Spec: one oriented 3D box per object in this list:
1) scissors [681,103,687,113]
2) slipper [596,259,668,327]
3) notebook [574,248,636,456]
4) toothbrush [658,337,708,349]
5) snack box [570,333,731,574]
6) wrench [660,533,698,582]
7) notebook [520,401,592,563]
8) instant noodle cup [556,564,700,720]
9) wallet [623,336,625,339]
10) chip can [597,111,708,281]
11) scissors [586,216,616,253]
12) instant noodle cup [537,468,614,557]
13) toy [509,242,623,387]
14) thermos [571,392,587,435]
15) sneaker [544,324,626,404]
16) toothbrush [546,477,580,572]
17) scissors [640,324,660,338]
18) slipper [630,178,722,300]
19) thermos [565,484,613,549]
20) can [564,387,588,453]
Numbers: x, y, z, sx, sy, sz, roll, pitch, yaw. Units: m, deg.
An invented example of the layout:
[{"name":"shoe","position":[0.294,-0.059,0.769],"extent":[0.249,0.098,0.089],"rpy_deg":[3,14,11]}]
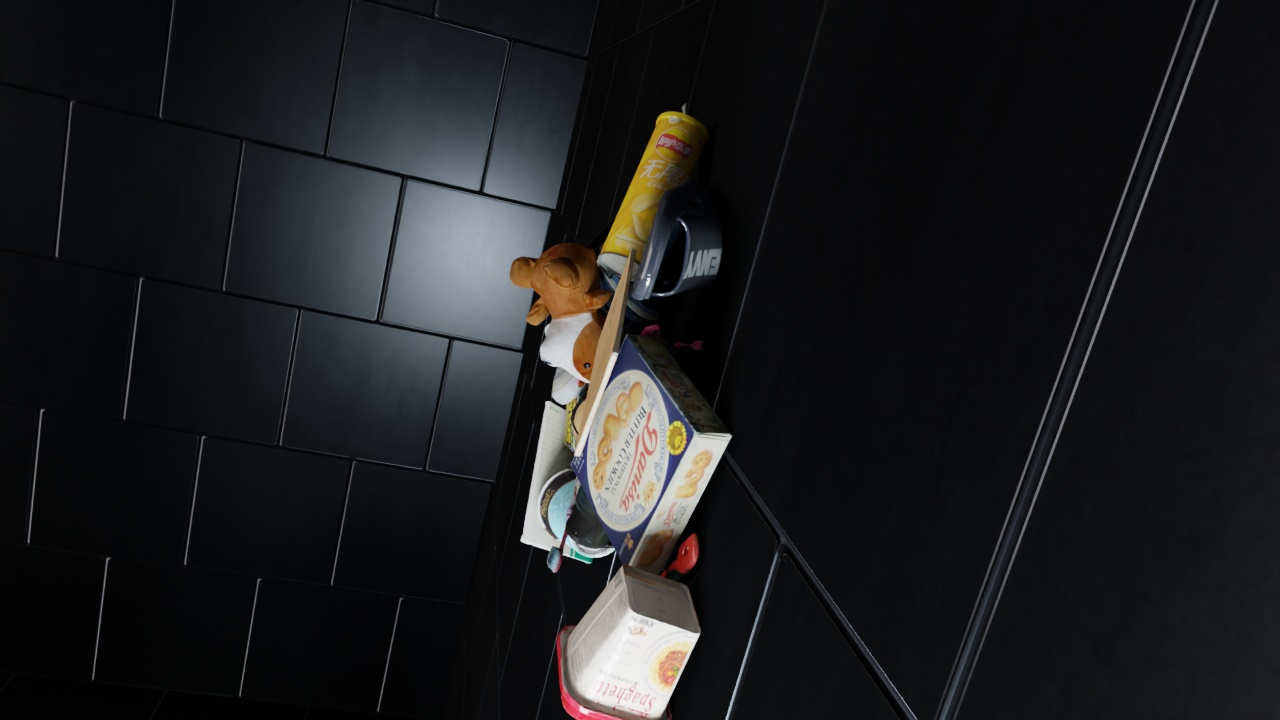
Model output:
[{"name":"scissors","position":[0.040,-0.263,1.347],"extent":[0.224,0.015,0.188],"rpy_deg":[128,151,-65]},{"name":"slipper","position":[-0.032,-0.100,1.288],"extent":[0.095,0.105,0.252],"rpy_deg":[-54,14,9]},{"name":"notebook","position":[-0.038,-0.013,1.018],"extent":[0.207,0.008,0.148],"rpy_deg":[-82,11,-53]},{"name":"toothbrush","position":[0.051,-0.019,1.095],"extent":[0.189,0.017,0.014],"rpy_deg":[-172,93,-74]},{"name":"snack box","position":[0.003,0.094,0.960],"extent":[0.182,0.045,0.178],"rpy_deg":[55,128,49]},{"name":"wrench","position":[0.015,0.258,0.987],"extent":[0.274,0.016,0.056],"rpy_deg":[115,162,-47]},{"name":"notebook","position":[-0.107,0.183,1.364],"extent":[0.012,0.150,0.208],"rpy_deg":[-10,63,35]},{"name":"instant noodle cup","position":[-0.008,0.275,0.883],"extent":[0.124,0.116,0.116],"rpy_deg":[-62,17,19]},{"name":"wallet","position":[-0.032,0.035,1.376],"extent":[0.108,0.031,0.131],"rpy_deg":[151,130,-72]},{"name":"chip can","position":[0.018,-0.207,1.158],"extent":[0.072,0.072,0.213],"rpy_deg":[144,149,-72]},{"name":"scissors","position":[-0.027,-0.198,1.305],"extent":[0.231,0.021,0.221],"rpy_deg":[-48,6,-11]},{"name":"instant noodle cup","position":[-0.075,0.215,1.251],"extent":[0.120,0.111,0.111],"rpy_deg":[-157,78,-69]},{"name":"toy","position":[-0.085,-0.048,1.185],"extent":[0.140,0.130,0.200],"rpy_deg":[10,132,52]},{"name":"thermos","position":[-0.039,0.103,1.218],"extent":[0.143,0.093,0.093],"rpy_deg":[-110,33,-54]},{"name":"sneaker","position":[-0.082,-0.041,1.346],"extent":[0.090,0.091,0.241],"rpy_deg":[-31,22,41]},{"name":"toothbrush","position":[-0.091,0.190,1.179],"extent":[0.016,0.017,0.187],"rpy_deg":[-24,34,33]},{"name":"scissors","position":[-0.008,0.008,1.222],"extent":[0.135,0.017,0.133],"rpy_deg":[-23,39,37]},{"name":"slipper","position":[0.058,-0.139,1.036],"extent":[0.267,0.083,0.111],"rpy_deg":[-61,-12,-64]},{"name":"thermos","position":[-0.011,0.120,1.099],"extent":[0.068,0.090,0.243],"rpy_deg":[-68,1,-64]},{"name":"can","position":[-0.073,0.088,1.326],"extent":[0.083,0.057,0.102],"rpy_deg":[-179,93,-75]}]
